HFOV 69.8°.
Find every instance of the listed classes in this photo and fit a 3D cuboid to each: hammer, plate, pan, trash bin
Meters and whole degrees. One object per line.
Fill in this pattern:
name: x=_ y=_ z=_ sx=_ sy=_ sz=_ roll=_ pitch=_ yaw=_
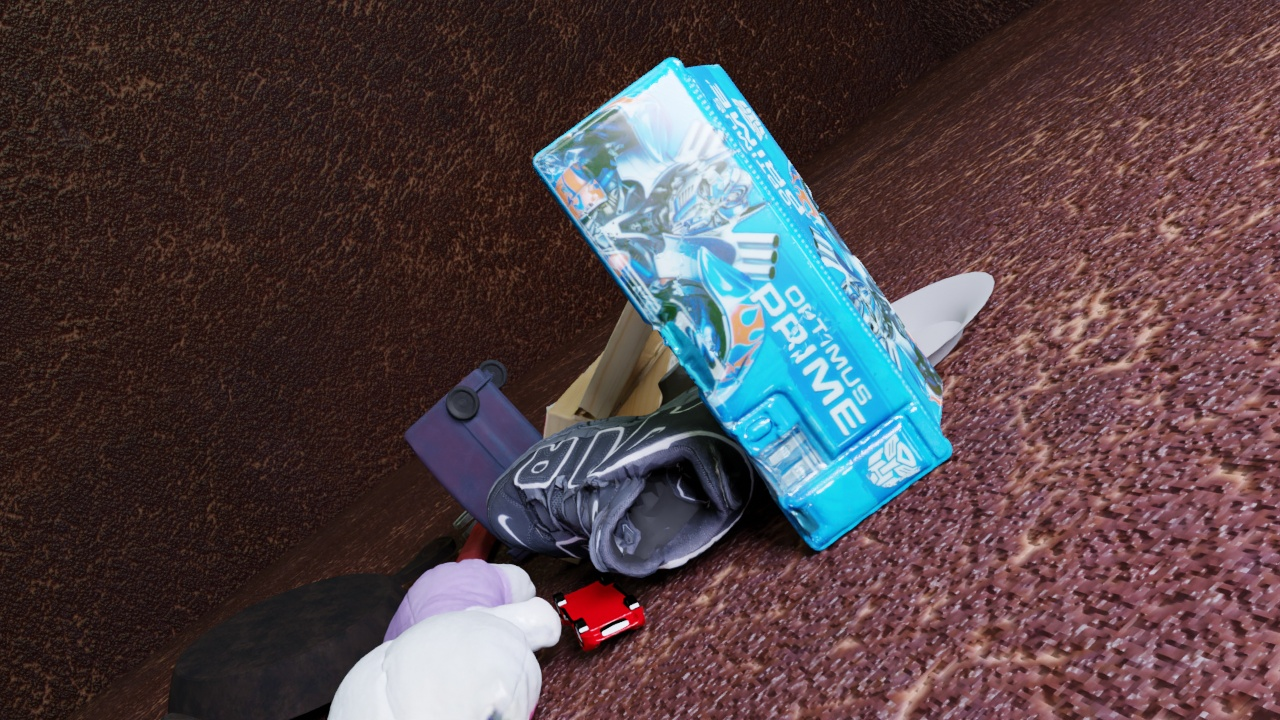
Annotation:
hammer: x=-0.166 y=0.186 z=0.963 sx=0.126 sy=0.036 sz=0.315 roll=-37 pitch=8 yaw=8
plate: x=0.173 y=-0.004 z=0.645 sx=0.173 sy=0.019 sz=0.172 roll=-35 pitch=8 yaw=5
pan: x=-0.291 y=0.240 z=0.893 sx=0.249 sy=0.043 sz=0.355 roll=-11 pitch=10 yaw=25
trash bin: x=-0.125 y=0.093 z=0.841 sx=0.092 sy=0.161 sz=0.093 roll=-41 pitch=6 yaw=16

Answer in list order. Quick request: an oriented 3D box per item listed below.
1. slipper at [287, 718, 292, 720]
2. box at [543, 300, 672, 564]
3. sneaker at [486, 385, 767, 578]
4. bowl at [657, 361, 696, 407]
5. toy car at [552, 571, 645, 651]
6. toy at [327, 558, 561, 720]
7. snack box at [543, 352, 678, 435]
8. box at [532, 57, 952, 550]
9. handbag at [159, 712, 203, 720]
slipper: x=-0.391 y=0.355 z=0.792 sx=0.214 sy=0.059 sz=0.103 roll=-35 pitch=22 yaw=8
box: x=-0.003 y=0.006 z=0.776 sx=0.258 sy=0.076 sz=0.246 roll=-65 pitch=-4 yaw=24
sneaker: x=-0.018 y=0.094 z=0.584 sx=0.253 sy=0.097 sz=0.150 roll=-25 pitch=7 yaw=29
bowl: x=0.050 y=0.030 z=0.731 sx=0.174 sy=0.068 sz=0.174 roll=-42 pitch=4 yaw=3
toy car: x=-0.025 y=0.152 z=0.551 sx=0.038 sy=0.025 sz=0.089 roll=-21 pitch=7 yaw=-16
toy: x=-0.115 y=0.181 z=0.544 sx=0.137 sy=0.085 sz=0.209 roll=-37 pitch=9 yaw=-2
snack box: x=-0.003 y=0.033 z=0.998 sx=0.274 sy=0.044 sz=0.076 roll=-32 pitch=40 yaw=33
box: x=0.077 y=-0.046 z=0.481 sx=0.166 sy=0.243 sz=0.075 roll=-39 pitch=5 yaw=-32
handbag: x=-0.230 y=0.270 z=0.401 sx=0.198 sy=0.102 sz=0.199 roll=-24 pitch=40 yaw=59
